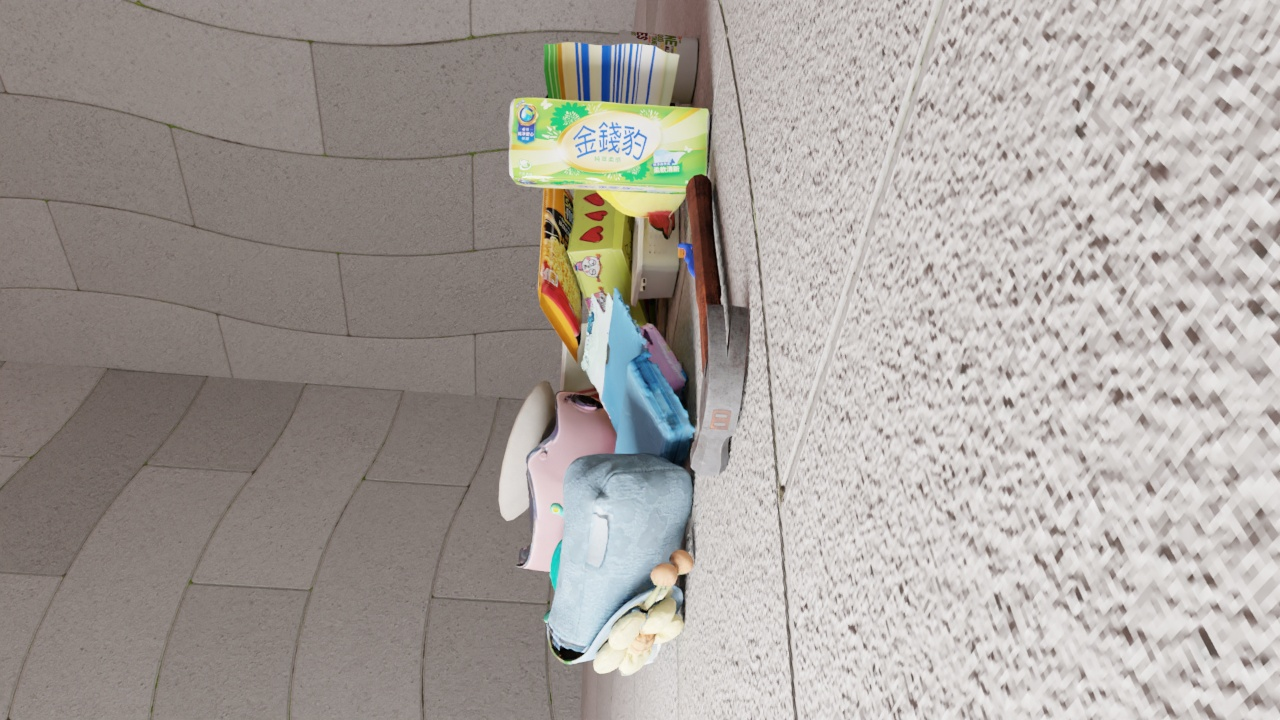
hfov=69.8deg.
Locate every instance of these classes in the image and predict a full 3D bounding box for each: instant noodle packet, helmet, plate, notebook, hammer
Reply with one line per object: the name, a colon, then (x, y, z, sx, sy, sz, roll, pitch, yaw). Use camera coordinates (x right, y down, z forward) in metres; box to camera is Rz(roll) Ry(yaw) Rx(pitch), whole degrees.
instant noodle packet: (-0.099, -0.129, 1.175, 0.160, 0.032, 0.220, 63, -156, -63)
helmet: (-0.062, 0.160, 1.195, 0.255, 0.152, 0.230, -66, -16, -70)
plate: (-0.137, 0.122, 1.208, 0.188, 0.027, 0.188, 15, -91, -80)
notebook: (-0.052, 0.014, 1.357, 0.208, 0.012, 0.153, -10, -73, -57)
hammer: (0.054, -0.059, 0.729, 0.300, 0.028, 0.111, -90, 5, -48)

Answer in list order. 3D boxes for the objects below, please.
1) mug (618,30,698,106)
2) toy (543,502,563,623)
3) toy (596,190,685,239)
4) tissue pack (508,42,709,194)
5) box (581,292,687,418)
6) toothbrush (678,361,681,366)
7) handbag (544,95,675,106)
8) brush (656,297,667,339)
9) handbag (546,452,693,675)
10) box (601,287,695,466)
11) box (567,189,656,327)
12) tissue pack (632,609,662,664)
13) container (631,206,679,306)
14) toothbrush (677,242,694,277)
mug: (0.016, -0.326, 1.068, 0.073, 0.089, 0.105, -114, 29, -81)
toy: (-0.073, 0.203, 1.021, 0.130, 0.072, 0.194, -84, 9, -56)
toy: (-0.016, -0.235, 1.034, 0.092, 0.207, 0.133, -49, -12, 31)
tissue pack: (-0.032, -0.244, 0.914, 0.120, 0.197, 0.141, -147, 59, -78)
box: (-0.015, 0.016, 1.022, 0.159, 0.035, 0.231, 58, 160, 20)
toothbrush: (-0.006, 0.006, 1.041, 0.182, 0.010, 0.010, 0, 85, 59)
handbag: (-0.035, -0.336, 1.227, 0.195, 0.176, 0.072, -86, 2, -50)
brush: (0.024, -0.013, 1.162, 0.039, 0.012, 0.151, 139, 136, -84)
handbag: (-0.009, 0.180, 0.807, 0.119, 0.121, 0.192, 20, 102, 52)
box: (-0.010, 0.057, 0.948, 0.232, 0.033, 0.174, 99, 148, -57)
box: (-0.033, -0.120, 1.229, 0.221, 0.081, 0.124, 76, -166, -53)
tissue pack: (-0.008, 0.241, 0.970, 0.182, 0.070, 0.112, 144, 131, -87)
container: (0.018, -0.135, 1.108, 0.081, 0.049, 0.129, 101, 172, -56)
toothbrush: (0.050, -0.093, 0.880, 0.182, 0.016, 0.018, -100, 9, -73)
